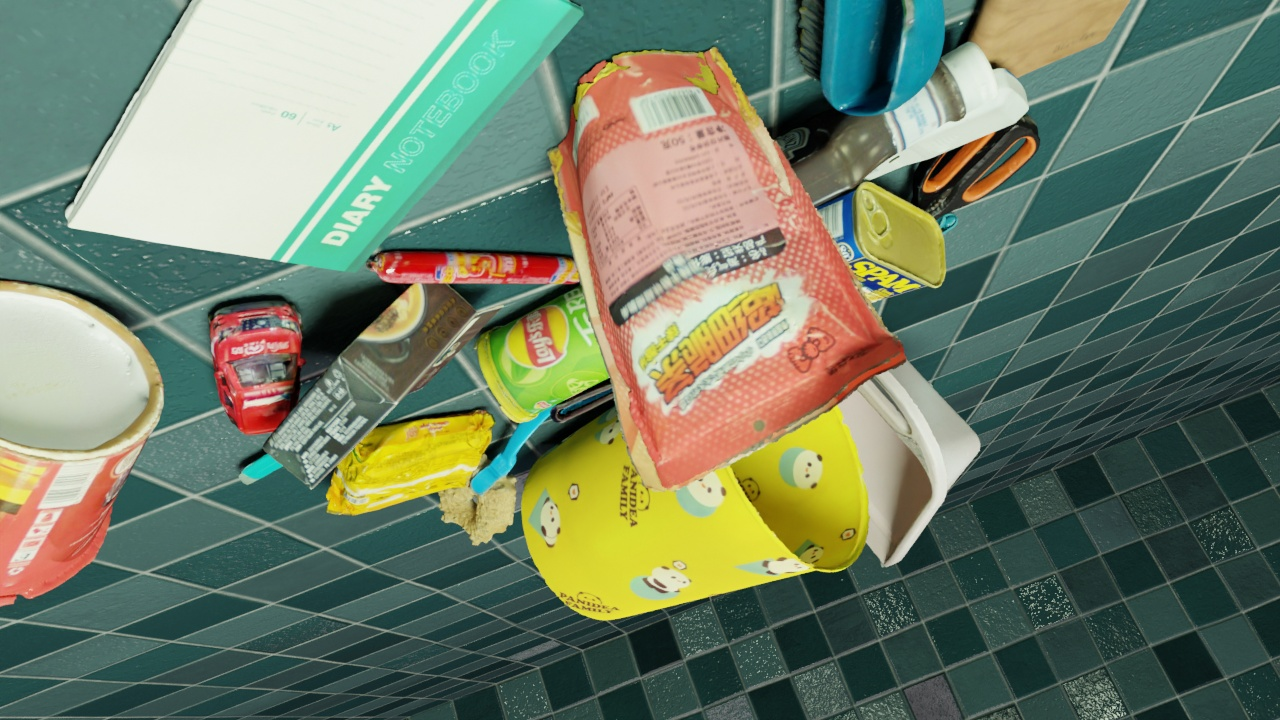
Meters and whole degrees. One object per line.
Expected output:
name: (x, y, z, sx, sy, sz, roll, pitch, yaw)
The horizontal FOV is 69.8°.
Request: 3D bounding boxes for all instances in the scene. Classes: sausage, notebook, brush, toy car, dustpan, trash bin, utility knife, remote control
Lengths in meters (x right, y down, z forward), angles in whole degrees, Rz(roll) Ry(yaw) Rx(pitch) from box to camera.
sausage: (-0.096, -0.058, 0.572, 0.155, 0.020, 0.020, -3, 152, -38)
notebook: (-0.143, -0.111, 0.417, 0.210, 0.012, 0.150, -37, 154, 33)
brush: (0.114, -0.165, 0.440, 0.055, 0.073, 0.144, -30, 158, -3)
toy car: (-0.234, 0.006, 0.564, 0.052, 0.045, 0.121, -12, 154, -25)
dustpan: (0.207, 0.083, 0.924, 0.138, 0.222, 0.274, -19, 149, -40)
trash bin: (0.041, 0.119, 0.855, 0.256, 0.229, 0.229, -29, 157, 34)
utility knife: (-0.243, 0.054, 0.706, 0.171, 0.013, 0.029, -29, 160, 9)
brush: (-0.118, 0.085, 0.830, 0.045, 0.083, 0.255, -31, 165, -48)
remote control: (0.177, -0.144, 0.581, 0.125, 0.024, 0.049, -18, 163, 37)

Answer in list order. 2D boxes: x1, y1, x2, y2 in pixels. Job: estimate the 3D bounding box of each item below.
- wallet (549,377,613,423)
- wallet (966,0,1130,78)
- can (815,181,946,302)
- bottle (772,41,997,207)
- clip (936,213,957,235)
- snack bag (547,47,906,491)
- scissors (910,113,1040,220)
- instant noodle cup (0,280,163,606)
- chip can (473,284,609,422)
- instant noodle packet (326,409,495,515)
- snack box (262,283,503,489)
wallet: (-0.004, 0.004, 0.708, 0.097, 0.020, 0.122, -28, -172, 37)
wallet: (0.243, -0.205, 0.538, 0.115, 0.020, 0.101, -22, 161, -5)
can: (0.155, -0.077, 0.661, 0.102, 0.057, 0.083, 15, 158, -37)
bottle: (0.109, -0.122, 0.538, 0.195, 0.079, 0.044, -27, 113, 13)
clip: (0.239, -0.105, 0.770, 0.046, 0.014, 0.057, -6, 152, -37)
snack bag: (0.025, -0.053, 0.441, 0.129, 0.207, 0.073, -28, 152, 14)
scissors: (0.192, -0.106, 0.698, 0.235, 0.021, 0.124, -37, 144, 30)
instant noodle cup: (-0.312, 0.036, 0.454, 0.109, 0.138, 0.137, -42, 151, 24)
chip can: (-0.005, -0.034, 0.637, 0.221, 0.072, 0.072, -27, 157, 13)
instant noodle packet: (-0.198, 0.086, 0.779, 0.128, 0.044, 0.111, -10, 149, -34)
snack box: (-0.160, 0.008, 0.575, 0.114, 0.053, 0.125, -39, -166, 36)
